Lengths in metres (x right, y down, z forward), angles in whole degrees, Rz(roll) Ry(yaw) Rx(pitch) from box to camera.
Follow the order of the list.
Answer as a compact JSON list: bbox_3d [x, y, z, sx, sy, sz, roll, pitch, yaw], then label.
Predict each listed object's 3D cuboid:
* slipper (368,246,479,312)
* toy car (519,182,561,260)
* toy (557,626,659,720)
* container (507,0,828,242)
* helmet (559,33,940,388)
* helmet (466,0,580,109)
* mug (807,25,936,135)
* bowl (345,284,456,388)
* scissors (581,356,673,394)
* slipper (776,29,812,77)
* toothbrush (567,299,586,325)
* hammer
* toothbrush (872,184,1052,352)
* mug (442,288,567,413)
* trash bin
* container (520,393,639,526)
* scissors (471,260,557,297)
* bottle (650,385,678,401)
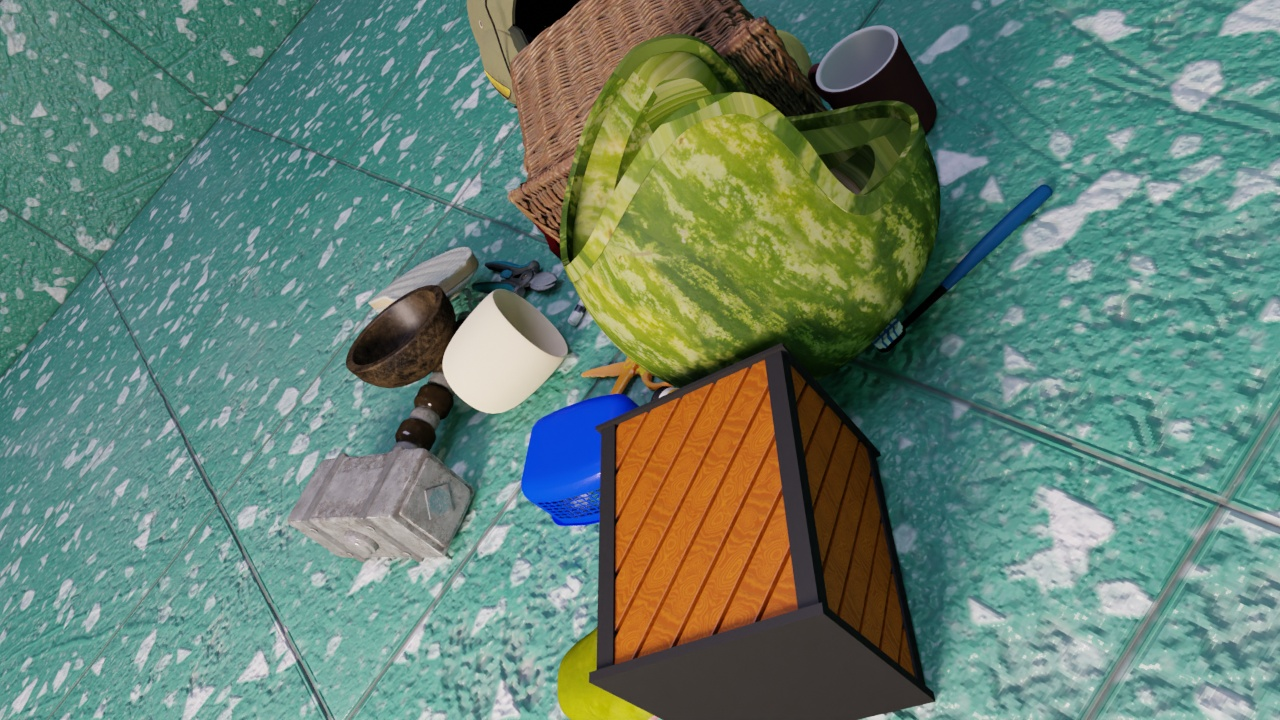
[{"bbox_3d":[-0.256,-0.077,1.083,0.114,0.052,0.263,-43,21,-21],"label":"slipper"},{"bbox_3d":[-0.097,-0.179,1.031,0.070,0.062,0.169,-39,39,10],"label":"toy car"},{"bbox_3d":[-0.015,0.210,0.634,0.110,0.051,0.089,-26,41,29],"label":"toy"},{"bbox_3d":[0.007,-0.231,0.808,0.250,0.162,0.183,-31,59,20],"label":"container"},{"bbox_3d":[0.077,-0.088,0.650,0.213,0.247,0.244,-110,40,-59],"label":"helmet"},{"bbox_3d":[-0.065,-0.377,0.995,0.250,0.255,0.233,-44,42,3],"label":"helmet"},{"bbox_3d":[0.190,-0.229,0.787,0.106,0.082,0.073,25,77,50],"label":"mug"},{"bbox_3d":[-0.231,-0.015,0.927,0.121,0.056,0.121,-26,33,18],"label":"bowl"},{"bbox_3d":[-0.005,0.001,0.833,0.126,0.011,0.130,-8,51,37],"label":"scissors"},{"bbox_3d":[0.084,-0.252,0.920,0.191,0.091,0.081,-29,10,16],"label":"slipper"},{"bbox_3d":[-0.026,-0.115,0.947,0.186,0.017,0.012,-59,13,-14],"label":"toothbrush"},{"bbox_3d":[-0.217,0.050,0.947,0.177,0.079,0.325,-10,46,38],"label":"hammer"},{"bbox_3d":[0.233,-0.067,0.666,0.168,0.014,0.014,-44,33,5],"label":"toothbrush"},{"bbox_3d":[-0.136,-0.004,0.902,0.100,0.096,0.120,-46,0,15],"label":"mug"},{"bbox_3d":[0.068,0.118,0.561,0.140,0.139,0.171,-25,44,26],"label":"trash bin"},{"bbox_3d":[-0.043,0.080,0.763,0.114,0.058,0.096,-19,47,32],"label":"container"},{"bbox_3d":[-0.141,-0.096,1.037,0.133,0.019,0.145,-32,40,21],"label":"scissors"},{"bbox_3d":[0.065,0.045,0.704,0.144,0.043,0.043,13,67,48],"label":"bottle"}]
